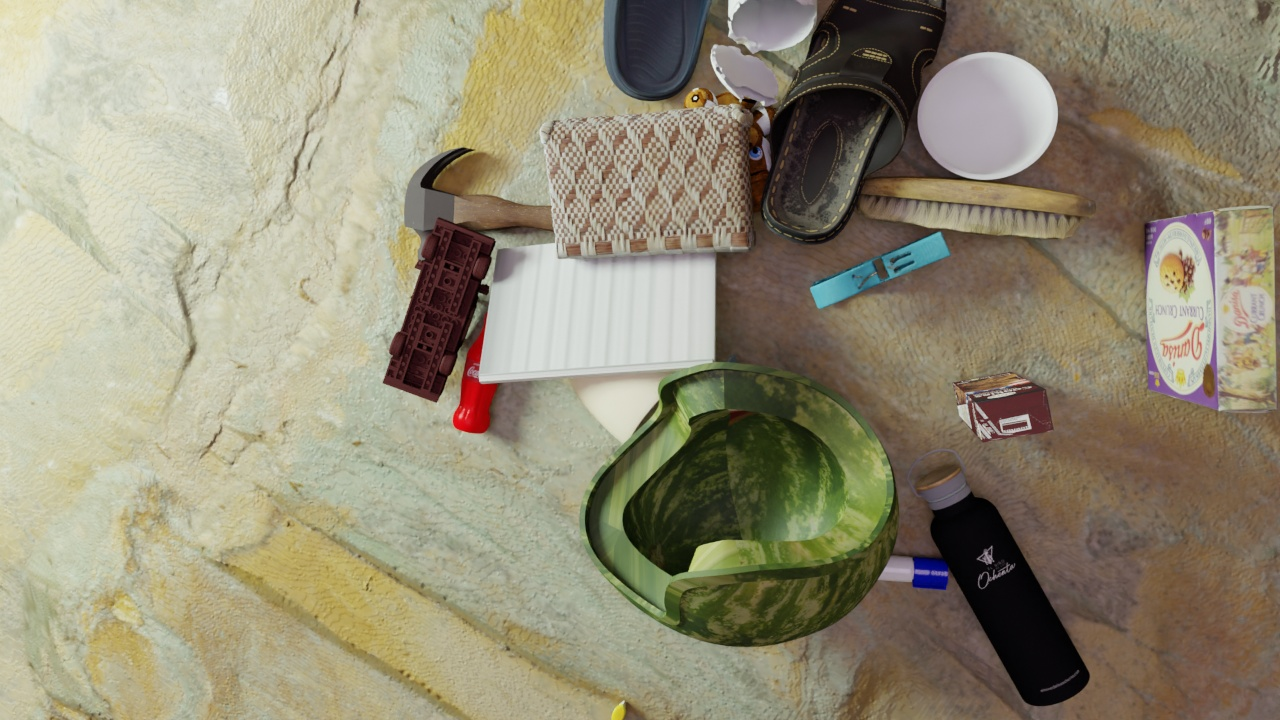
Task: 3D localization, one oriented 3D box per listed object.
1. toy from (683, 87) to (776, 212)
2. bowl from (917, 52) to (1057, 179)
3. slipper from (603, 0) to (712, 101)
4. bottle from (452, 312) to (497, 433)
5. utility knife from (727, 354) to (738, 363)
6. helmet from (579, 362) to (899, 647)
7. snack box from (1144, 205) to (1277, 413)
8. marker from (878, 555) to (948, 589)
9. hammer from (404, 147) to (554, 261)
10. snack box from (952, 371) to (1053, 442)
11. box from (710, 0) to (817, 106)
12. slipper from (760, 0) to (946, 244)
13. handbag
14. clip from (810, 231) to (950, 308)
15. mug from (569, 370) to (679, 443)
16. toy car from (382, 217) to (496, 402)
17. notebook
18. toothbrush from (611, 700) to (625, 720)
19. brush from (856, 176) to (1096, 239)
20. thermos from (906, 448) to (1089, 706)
[{"bbox_3d":[0.089,-0.190,0.819,0.087,0.067,0.112,-19,77,-1],"label":"toy"},{"bbox_3d":[0.291,-0.201,0.781,0.110,0.040,0.110,-2,82,11],"label":"bowl"},{"bbox_3d":[0.022,-0.356,0.779,0.110,0.083,0.268,5,111,-10],"label":"slipper"},{"bbox_3d":[-0.157,0.011,0.905,0.036,0.036,0.119,15,97,11],"label":"bottle"},{"bbox_3d":[0.036,0.082,0.881,0.031,0.015,0.205,34,100,3],"label":"utility knife"},{"bbox_3d":[0.086,0.127,0.762,0.243,0.248,0.212,8,63,-22],"label":"helmet"},{"bbox_3d":[0.439,-0.041,0.713,0.041,0.143,0.148,-3,94,11],"label":"snack box"},{"bbox_3d":[0.213,0.192,0.846,0.133,0.023,0.027,2,116,12],"label":"marker"},{"bbox_3d":[-0.072,-0.137,0.877,0.323,0.033,0.115,7,100,11],"label":"hammer"},{"bbox_3d":[0.294,0.036,0.753,0.051,0.140,0.032,-12,92,13],"label":"snack box"},{"bbox_3d":[0.109,-0.295,0.775,0.093,0.083,0.165,-23,55,46],"label":"box"},{"bbox_3d":[0.179,-0.224,0.770,0.113,0.076,0.267,24,84,12],"label":"slipper"},{"bbox_3d":[0.009,-0.154,0.802,0.186,0.046,0.124,-1,106,14],"label":"handbag"},{"bbox_3d":[0.212,-0.082,0.819,0.127,0.113,0.028,-23,89,7],"label":"clip"},{"bbox_3d":[-0.005,0.005,0.840,0.100,0.096,0.120,43,102,17],"label":"mug"},{"bbox_3d":[-0.191,-0.051,0.884,0.070,0.061,0.170,21,105,-6],"label":"toy car"},{"bbox_3d":[-0.037,-0.050,0.820,0.210,0.009,0.142,-4,61,13],"label":"notebook"},{"bbox_3d":[-0.043,0.402,0.927,0.021,0.016,0.135,25,102,7],"label":"toothbrush"},{"bbox_3d":[0.281,-0.132,0.783,0.195,0.059,0.043,8,106,15],"label":"brush"},{"bbox_3d":[0.307,0.184,0.804,0.061,0.061,0.231,-29,88,13],"label":"thermos"}]
